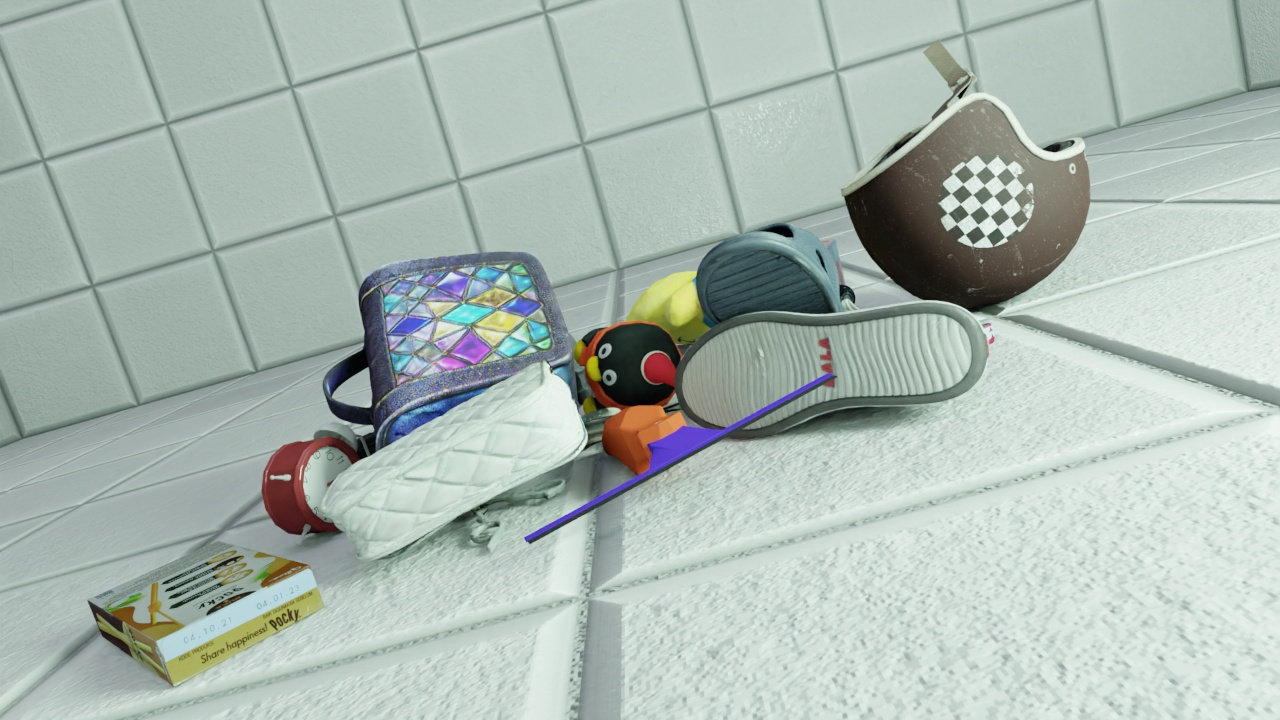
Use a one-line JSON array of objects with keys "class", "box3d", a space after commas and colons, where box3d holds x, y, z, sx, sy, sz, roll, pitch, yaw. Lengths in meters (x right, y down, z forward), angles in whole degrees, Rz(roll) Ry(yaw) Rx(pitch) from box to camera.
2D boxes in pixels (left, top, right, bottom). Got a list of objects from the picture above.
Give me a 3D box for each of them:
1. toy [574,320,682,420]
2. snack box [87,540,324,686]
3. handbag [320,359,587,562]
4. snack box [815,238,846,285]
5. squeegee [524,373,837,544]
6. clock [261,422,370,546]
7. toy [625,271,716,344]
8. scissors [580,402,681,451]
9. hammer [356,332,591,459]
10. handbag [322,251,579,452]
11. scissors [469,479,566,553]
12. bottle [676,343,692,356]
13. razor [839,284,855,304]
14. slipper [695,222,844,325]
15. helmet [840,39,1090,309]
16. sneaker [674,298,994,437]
[{"class": "toy", "box3d": [-0.005, 0.005, 0.885, 0.099, 0.097, 0.119, -7, -12, -16]}, {"class": "snack box", "box3d": [-0.316, 0.174, 0.658, 0.100, 0.031, 0.186, -25, 13, -41]}, {"class": "handbag", "box3d": [-0.137, 0.077, 0.699, 0.195, 0.072, 0.139, -29, 13, -1]}, {"class": "snack box", "box3d": [0.198, -0.090, 1.125, 0.095, 0.093, 0.079, -12, 11, 24]}, {"class": "squeegee", "box3d": [0.002, 0.061, 0.710, 0.249, 0.055, 0.185, -26, 1, -18]}, {"class": "clock", "box3d": [-0.281, 0.107, 0.816, 0.044, 0.087, 0.124, -10, 14, 27]}, {"class": "toy", "box3d": [0.076, -0.064, 1.004, 0.148, 0.084, 0.214, -11, 3, -37]}, {"class": "scissors", "box3d": [-0.014, 0.054, 0.814, 0.163, 0.012, 0.154, -25, -16, -1]}, {"class": "hammer", "box3d": [-0.196, 0.052, 0.952, 0.332, 0.118, 0.025, -27, 11, -31]}, {"class": "handbag", "box3d": [-0.178, 0.009, 0.847, 0.222, 0.126, 0.204, -12, 43, -11]}, {"class": "scissors", "box3d": [-0.128, 0.120, 0.715, 0.142, 0.014, 0.164, -15, 12, 7]}, {"class": "bottle", "box3d": [0.048, 0.006, 0.973, 0.113, 0.047, 0.046, -5, 15, 46]}, {"class": "razor", "box3d": [0.176, -0.063, 1.060, 0.141, 0.053, 0.063, 4, 1, 29]}, {"class": "slipper", "box3d": [0.121, -0.063, 0.786, 0.101, 0.082, 0.263, -19, -27, 23]}, {"class": "helmet", "box3d": [0.331, -0.183, 0.952, 0.234, 0.253, 0.233, -40, 3, 4]}, {"class": "sneaker", "box3d": [0.153, 0.000, 0.741, 0.264, 0.096, 0.128, -11, -1, 33]}]
